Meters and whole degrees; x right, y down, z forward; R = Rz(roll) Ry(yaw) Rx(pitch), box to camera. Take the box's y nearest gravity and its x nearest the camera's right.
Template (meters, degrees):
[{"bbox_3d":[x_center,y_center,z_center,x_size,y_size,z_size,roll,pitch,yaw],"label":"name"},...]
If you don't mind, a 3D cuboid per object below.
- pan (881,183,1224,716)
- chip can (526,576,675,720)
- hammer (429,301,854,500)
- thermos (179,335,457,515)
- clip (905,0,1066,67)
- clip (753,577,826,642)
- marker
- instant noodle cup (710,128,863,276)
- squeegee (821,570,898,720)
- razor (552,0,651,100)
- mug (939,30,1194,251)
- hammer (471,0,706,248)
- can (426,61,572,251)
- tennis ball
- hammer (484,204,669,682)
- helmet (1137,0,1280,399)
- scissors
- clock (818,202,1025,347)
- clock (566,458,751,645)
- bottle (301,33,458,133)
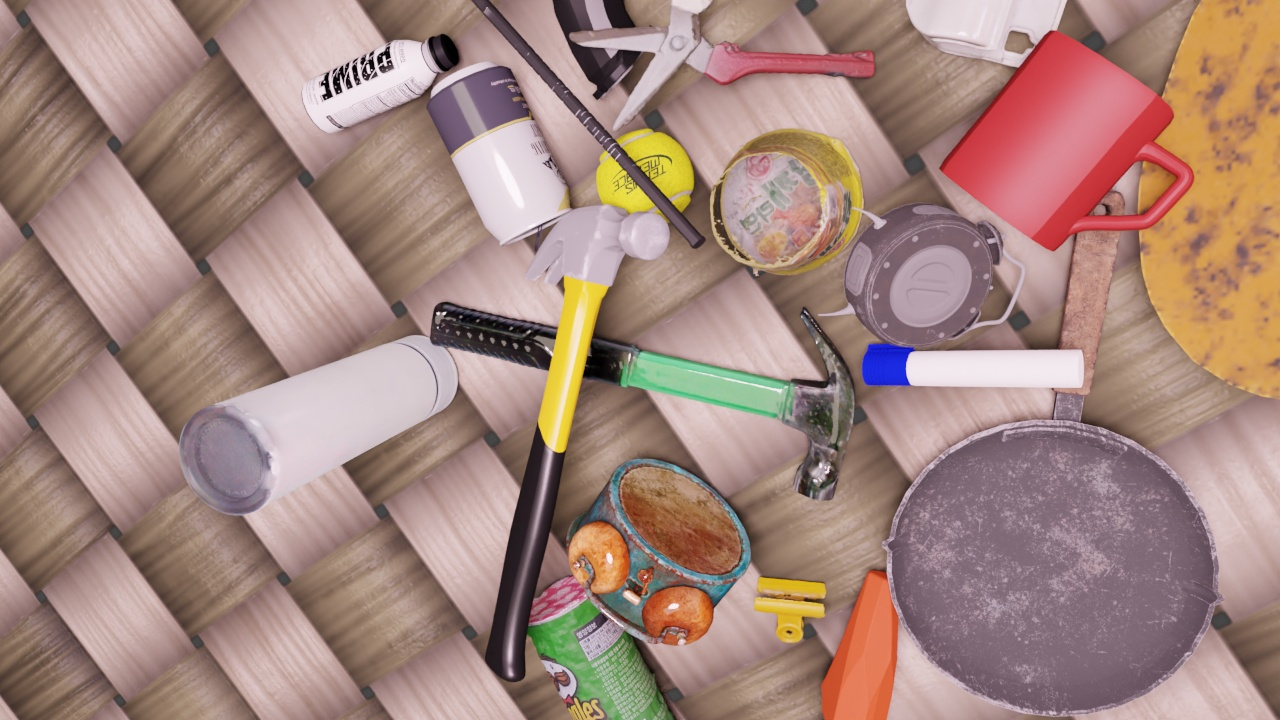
[{"bbox_3d":[0.278,0.061,0.609,0.208,0.040,0.357,8,98,14],"label":"pan"},{"bbox_3d":[-0.013,0.278,0.717,0.076,0.075,0.223,-24,97,18],"label":"chip can"},{"bbox_3d":[-0.004,0.004,0.670,0.319,0.032,0.130,12,107,12],"label":"hammer"},{"bbox_3d":[-0.203,0.034,0.621,0.068,0.229,0.068,4,104,15],"label":"thermos"},{"bbox_3d":[0.188,-0.249,0.536,0.151,0.110,0.127,14,104,0],"label":"clip"},{"bbox_3d":[0.112,0.189,0.687,0.054,0.046,0.048,2,79,12],"label":"clip"},{"bbox_3d":[0.212,0.004,0.593,0.133,0.023,0.027,0,65,34],"label":"marker"},{"bbox_3d":[0.088,-0.098,0.579,0.102,0.108,0.102,4,104,16],"label":"instant noodle cup"},{"bbox_3d":[0.156,0.243,0.666,0.249,0.055,0.185,10,98,-4],"label":"squeegee"},{"bbox_3d":[-0.036,-0.256,0.605,0.060,0.057,0.156,-23,99,-14],"label":"razor"},{"bbox_3d":[0.253,-0.117,0.536,0.116,0.080,0.097,46,115,23],"label":"mug"},{"bbox_3d":[-0.071,-0.189,0.569,0.015,0.094,0.325,-45,77,19],"label":"hammer"},{"bbox_3d":[-0.094,-0.137,0.640,0.064,0.064,0.127,-24,97,18],"label":"can"},{"bbox_3d":[0.003,-0.121,0.618,0.065,0.065,0.065,3,104,13],"label":"tennis ball"},{"bbox_3d":[-0.060,0.055,0.615,0.127,0.029,0.324,21,100,54],"label":"hammer"},{"bbox_3d":[0.393,-0.102,0.479,0.131,0.205,0.255,5,91,-23],"label":"helmet"},{"bbox_3d":[0.057,-0.227,0.582,0.199,0.015,0.179,6,93,-6],"label":"scissors"},{"bbox_3d":[0.181,-0.055,0.591,0.122,0.043,0.091,5,116,-16],"label":"clock"},{"bbox_3d":[0.006,0.141,0.633,0.121,0.157,0.073,35,116,4],"label":"clock"},{"bbox_3d":[-0.185,-0.202,0.659,0.116,0.041,0.041,-17,99,17],"label":"bottle"}]
